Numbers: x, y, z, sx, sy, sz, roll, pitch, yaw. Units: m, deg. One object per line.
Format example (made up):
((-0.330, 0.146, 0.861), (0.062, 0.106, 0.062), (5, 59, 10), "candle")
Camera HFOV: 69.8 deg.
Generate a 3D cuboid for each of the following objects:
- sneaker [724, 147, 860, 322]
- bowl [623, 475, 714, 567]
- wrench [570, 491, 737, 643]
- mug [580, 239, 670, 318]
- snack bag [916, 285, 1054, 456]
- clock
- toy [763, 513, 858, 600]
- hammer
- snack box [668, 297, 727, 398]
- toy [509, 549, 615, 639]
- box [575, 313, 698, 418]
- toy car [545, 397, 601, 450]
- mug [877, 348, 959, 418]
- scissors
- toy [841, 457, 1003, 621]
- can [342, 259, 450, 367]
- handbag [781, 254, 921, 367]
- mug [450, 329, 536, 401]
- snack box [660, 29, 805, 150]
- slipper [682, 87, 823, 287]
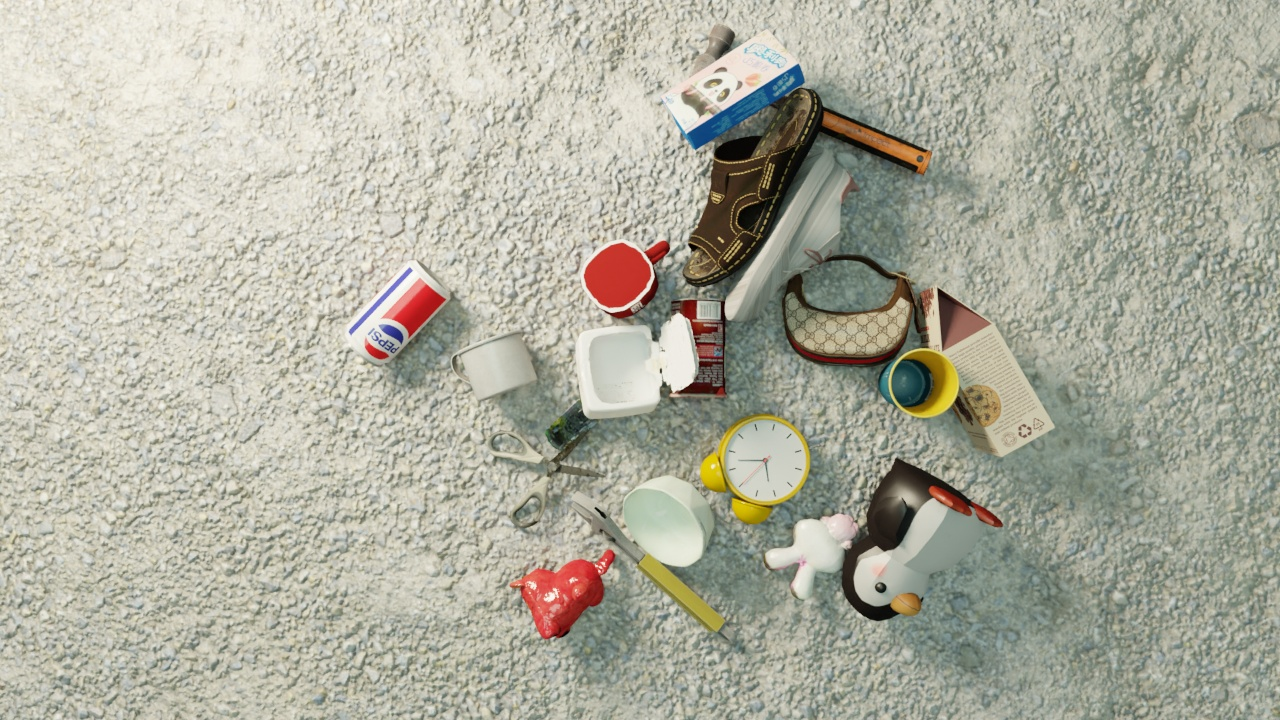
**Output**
((0.191, -0.135, 1.101), (0.089, 0.099, 0.236), (31, 87, -10), "sneaker")
((0.042, 0.189, 1.127), (0.117, 0.061, 0.118), (19, 127, 27), "bowl")
((0.017, 0.259, 1.136), (0.273, 0.084, 0.018), (41, 68, -2), "wrench")
((-0.012, -0.109, 1.128), (0.116, 0.096, 0.080), (-40, 86, 2), "mug")
((0.394, 0.004, 1.097), (0.070, 0.094, 0.206), (-30, 87, 3), "snack bag")
((0.143, 0.133, 1.136), (0.113, 0.052, 0.152), (45, 88, 4), "clock")
((0.216, 0.235, 1.136), (0.122, 0.038, 0.079), (-40, 74, 3), "toy")
((0.204, -0.293, 1.134), (0.314, 0.035, 0.138), (26, 92, 9), "hammer")
((0.071, -0.014, 1.134), (0.072, 0.072, 0.121), (0, 88, 4), "snack box")
((-0.093, 0.272, 1.143), (0.132, 0.088, 0.094), (-41, 69, -10), "toy")
((0.004, 0.005, 1.100), (0.151, 0.132, 0.107), (-6, 81, -8), "box")
((-0.079, 0.077, 1.164), (0.090, 0.027, 0.038), (-42, 88, 5), "toy car")
((0.323, 0.027, 1.089), (0.078, 0.121, 0.078), (0, 89, 5), "mug")
((-0.128, 0.137, 1.161), (0.157, 0.012, 0.171), (34, 103, 13), "scissors")
((0.308, 0.220, 1.098), (0.159, 0.140, 0.184), (23, 103, -36), "toy")
((-0.308, -0.060, 1.162), (0.070, 0.070, 0.132), (44, 92, 4), "can")
((0.259, -0.065, 1.128), (0.166, 0.063, 0.138), (2, 78, 11), "handbag")
((-0.189, 0.010, 1.153), (0.113, 0.084, 0.070), (-20, 90, 33), "mug")
((0.109, -0.323, 1.095), (0.154, 0.033, 0.088), (-31, 50, 6), "snack box")
((0.121, -0.208, 1.090), (0.075, 0.113, 0.268), (25, 102, -27), "slipper")
